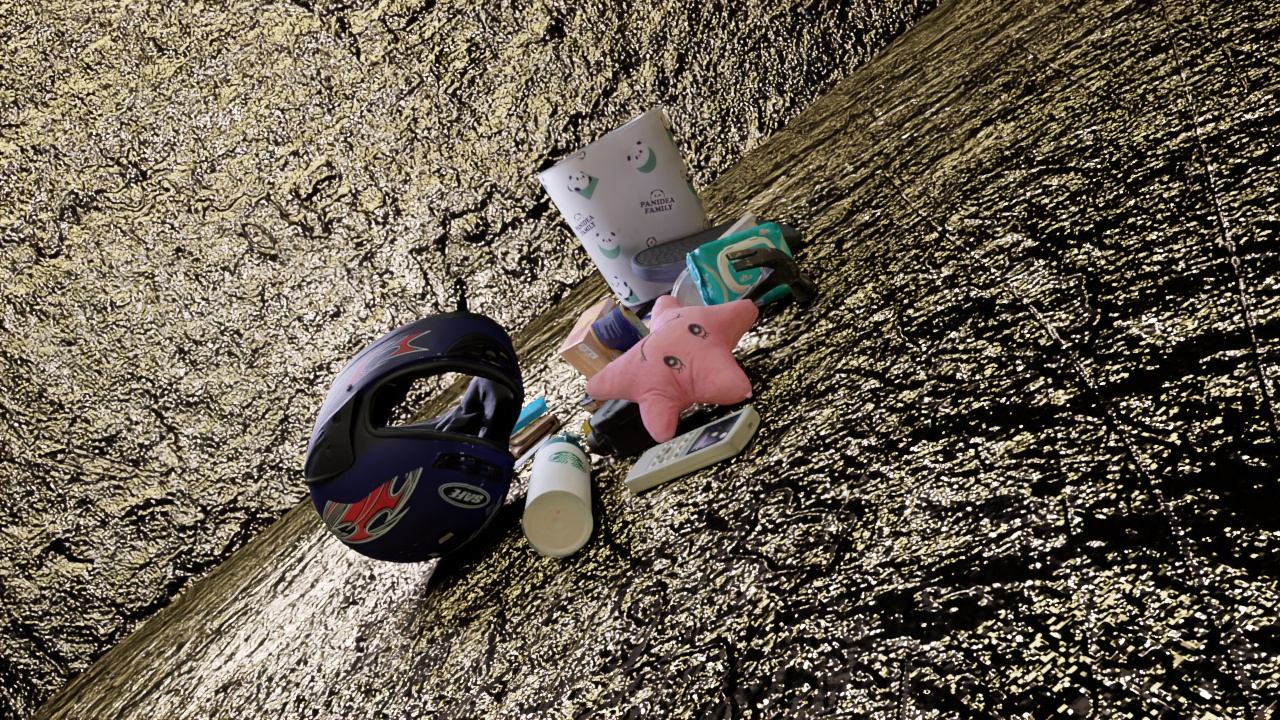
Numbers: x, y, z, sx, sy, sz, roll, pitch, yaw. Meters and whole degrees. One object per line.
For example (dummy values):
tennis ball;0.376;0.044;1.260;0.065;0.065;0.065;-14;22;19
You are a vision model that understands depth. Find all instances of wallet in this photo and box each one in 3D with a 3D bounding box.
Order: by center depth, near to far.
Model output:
wallet;-0.178;0.118;1.424;0.090;0.033;0.115;-41;15;-23
wallet;-0.029;-0.066;1.515;0.122;0.020;0.096;-42;11;4

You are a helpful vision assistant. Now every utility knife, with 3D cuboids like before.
utility knife;-0.220;0.120;1.400;0.194;0.018;0.034;-37;28;-18

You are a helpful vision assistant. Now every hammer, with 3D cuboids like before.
hammer;0.054;-0.014;1.087;0.324;0.126;0.032;-41;48;14

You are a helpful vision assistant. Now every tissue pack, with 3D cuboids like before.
tissue pack;0.126;-0.109;1.136;0.133;0.093;0.050;-22;-6;-21

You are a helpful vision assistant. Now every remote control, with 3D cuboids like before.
remote control;0.047;0.084;0.865;0.150;0.021;0.058;-29;14;42

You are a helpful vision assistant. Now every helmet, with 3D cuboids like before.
helmet;-0.268;0.117;1.141;0.316;0.247;0.240;-39;52;29

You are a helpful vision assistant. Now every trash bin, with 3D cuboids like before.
trash bin;-0.008;-0.239;1.462;0.230;0.252;0.229;-28;13;7

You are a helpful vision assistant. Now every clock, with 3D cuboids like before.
clock;-0.018;0.070;1.043;0.122;0.055;0.081;-29;14;40

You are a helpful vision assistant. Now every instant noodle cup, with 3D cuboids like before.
instant noodle cup;0.111;-0.101;1.226;0.173;0.060;0.138;-45;-18;-30

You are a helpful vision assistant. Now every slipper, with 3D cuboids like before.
slipper;0.114;-0.146;1.371;0.267;0.083;0.110;-16;30;-18

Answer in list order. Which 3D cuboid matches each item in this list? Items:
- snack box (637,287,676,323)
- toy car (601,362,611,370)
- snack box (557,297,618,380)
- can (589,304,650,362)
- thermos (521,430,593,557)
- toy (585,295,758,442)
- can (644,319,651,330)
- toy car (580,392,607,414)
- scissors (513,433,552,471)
snack box;0.073;-0.102;1.491;0.177;0.046;0.183;-41;11;-17
toy car;-0.008;0.007;1.271;0.122;0.056;0.037;-43;5;-24
snack box;-0.055;-0.025;1.410;0.077;0.093;0.094;-25;29;52
can;-0.005;-0.011;1.138;0.049;0.148;0.074;-34;49;9
thermos;-0.084;0.130;0.963;0.073;0.073;0.224;-37;11;3
toy;0.054;-0.001;0.969;0.179;0.075;0.194;26;65;36
can;0.032;-0.038;1.336;0.133;0.053;0.053;-27;15;44
toy car;-0.046;0.042;1.301;0.042;0.035;0.090;-24;17;47
scissors;-0.218;0.179;1.315;0.143;0.021;0.234;-26;16;49
